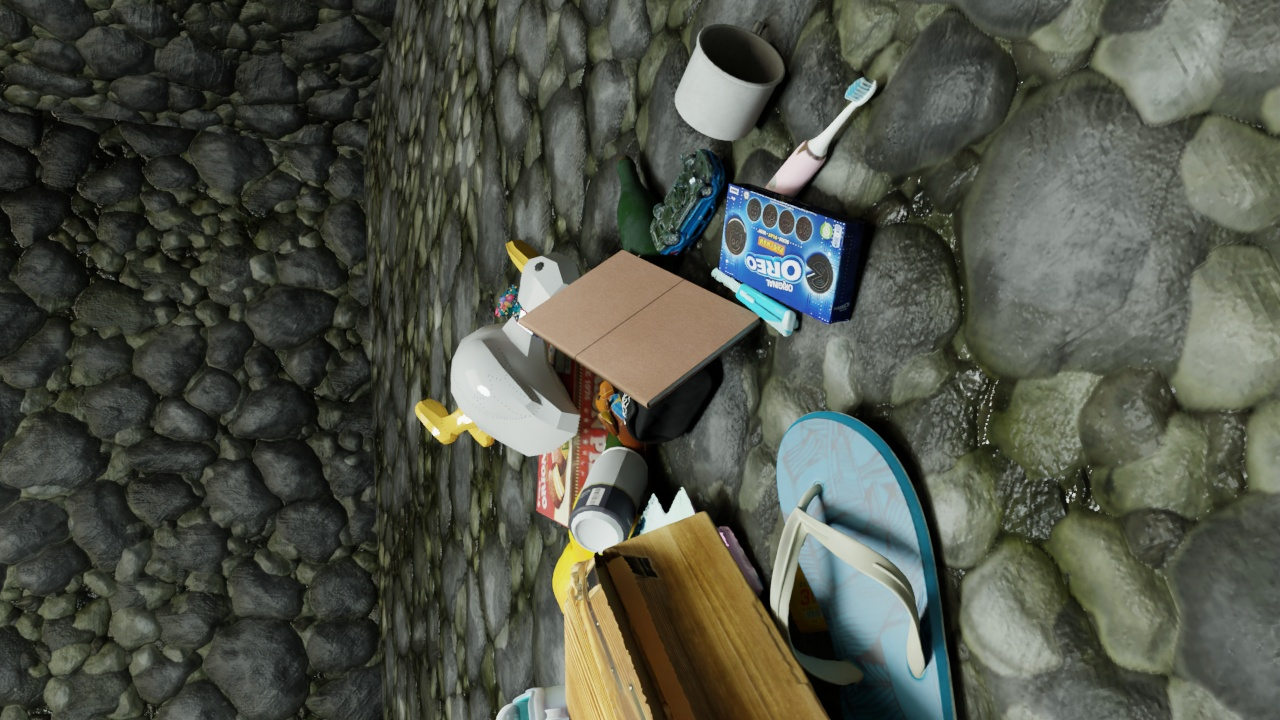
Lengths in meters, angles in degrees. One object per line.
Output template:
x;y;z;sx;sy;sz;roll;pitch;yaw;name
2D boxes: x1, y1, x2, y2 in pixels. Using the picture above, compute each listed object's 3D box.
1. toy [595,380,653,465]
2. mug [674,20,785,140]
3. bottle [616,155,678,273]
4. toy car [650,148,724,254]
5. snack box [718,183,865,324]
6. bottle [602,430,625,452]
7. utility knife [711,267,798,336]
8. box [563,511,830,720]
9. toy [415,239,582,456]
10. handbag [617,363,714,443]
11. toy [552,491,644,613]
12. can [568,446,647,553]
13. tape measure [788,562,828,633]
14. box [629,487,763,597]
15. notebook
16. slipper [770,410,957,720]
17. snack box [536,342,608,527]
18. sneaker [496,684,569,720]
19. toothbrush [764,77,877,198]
-0.018;0.076;1.057;0.090;0.070;0.103;34;142;53;toy
0.084;-0.262;0.843;0.112;0.084;0.071;-63;1;-41;mug
-0.002;-0.168;1.040;0.055;0.055;0.174;121;145;-46;bottle
0.050;-0.161;0.936;0.120;0.043;0.056;-57;38;43;toy car
0.121;-0.092;0.762;0.150;0.027;0.082;35;126;52;snack box
-0.029;0.099;1.109;0.025;0.025;0.106;-123;42;-52;bottle
0.101;-0.058;0.854;0.169;0.015;0.022;44;121;62;utility knife
0.040;0.297;0.674;0.279;0.176;0.248;-120;17;-52;box
-0.146;0.001;1.113;0.268;0.140;0.246;-46;62;19;toy
-0.005;0.005;0.962;0.125;0.114;0.153;109;148;-41;handbag
-0.052;0.238;1.077;0.134;0.087;0.194;58;138;45;toy
-0.031;0.146;0.993;0.127;0.064;0.064;-66;-2;-55;can
0.142;0.182;0.719;0.068;0.030;0.058;-33;59;54;tape measure
0.033;0.234;0.923;0.159;0.035;0.231;59;140;36;box
-0.007;-0.038;0.886;0.209;0.141;0.008;31;149;44;notebook
0.151;0.170;0.638;0.118;0.060;0.294;-26;64;38;slipper
-0.084;0.089;1.187;0.113;0.060;0.236;5;92;64;snack box
-0.103;0.420;1.081;0.257;0.160;0.093;-42;50;55;sneaker
0.131;-0.160;0.779;0.223;0.026;0.027;129;140;-53;toothbrush
